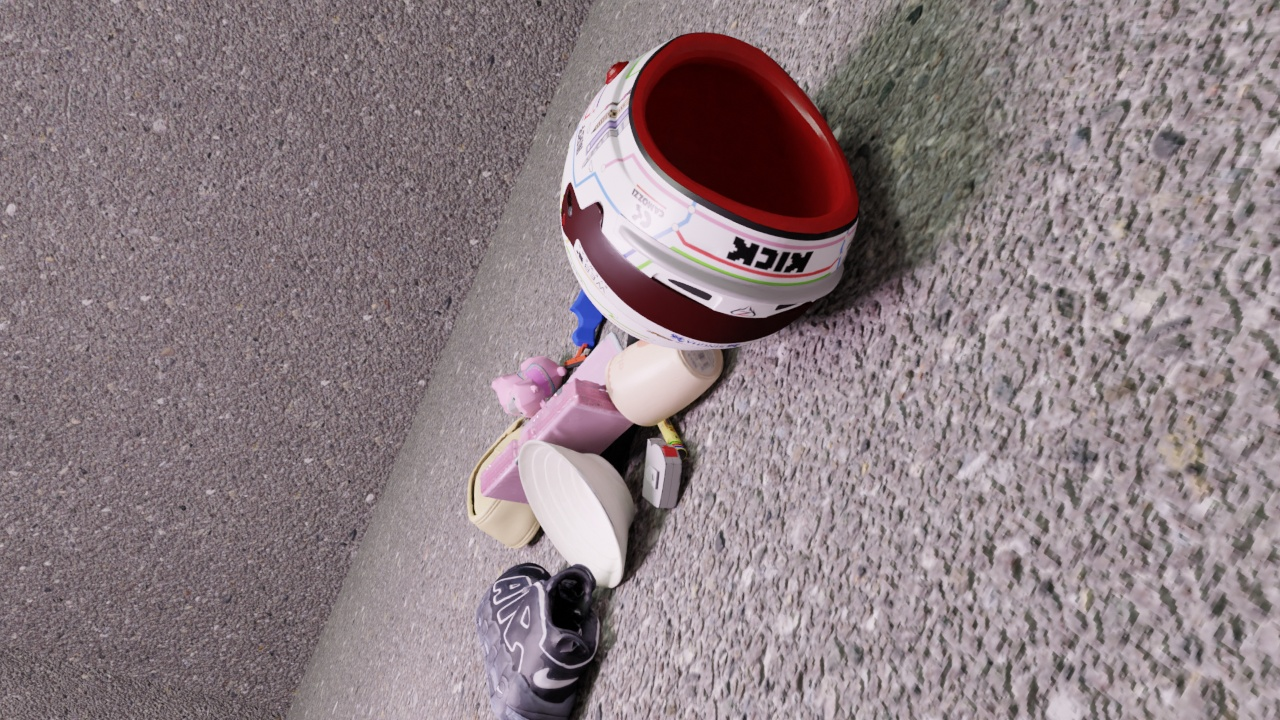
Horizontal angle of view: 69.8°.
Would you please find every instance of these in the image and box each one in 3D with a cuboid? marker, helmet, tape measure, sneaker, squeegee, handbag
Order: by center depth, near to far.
[{"bbox_3d":[0.047,-0.121,0.787,0.237,0.230,0.313,115,155,-44],"label":"helmet"},{"bbox_3d":[0.019,0.112,0.906,0.062,0.020,0.060,-155,69,-71],"label":"tape measure"},{"bbox_3d":[0.027,0.071,0.969,0.014,0.014,0.132,-63,19,13],"label":"marker"},{"bbox_3d":[-0.101,0.266,0.994,0.151,0.097,0.252,-57,21,14],"label":"sneaker"},{"bbox_3d":[-0.176,0.170,1.344,0.190,0.088,0.233,-54,16,-8],"label":"handbag"},{"bbox_3d":[-0.077,-0.080,1.371,0.249,0.055,0.184,169,107,-79],"label":"squeegee"}]

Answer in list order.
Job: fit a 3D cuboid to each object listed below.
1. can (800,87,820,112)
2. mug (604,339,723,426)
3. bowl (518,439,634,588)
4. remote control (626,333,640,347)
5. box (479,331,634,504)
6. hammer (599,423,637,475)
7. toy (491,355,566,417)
[{"bbox_3d":[0.114,-0.212,0.942,0.146,0.080,0.080,-45,29,50],"label":"can"},{"bbox_3d":[0.035,0.003,0.939,0.105,0.085,0.111,-32,9,45],"label":"mug"},{"bbox_3d":[-0.055,0.150,0.970,0.057,0.176,0.177,-30,-2,-30],"label":"bowl"},{"bbox_3d":[-0.006,0.006,1.035,0.046,0.021,0.140,-31,46,53],"label":"remote control"},{"bbox_3d":[-0.095,0.065,1.045,0.233,0.099,0.112,-46,42,41],"label":"box"},{"bbox_3d":[-0.015,0.053,1.081,0.139,0.035,0.312,3,72,68],"label":"hammer"},{"bbox_3d":[-0.170,0.043,1.419,0.123,0.067,0.158,-33,15,-24],"label":"toy"}]
